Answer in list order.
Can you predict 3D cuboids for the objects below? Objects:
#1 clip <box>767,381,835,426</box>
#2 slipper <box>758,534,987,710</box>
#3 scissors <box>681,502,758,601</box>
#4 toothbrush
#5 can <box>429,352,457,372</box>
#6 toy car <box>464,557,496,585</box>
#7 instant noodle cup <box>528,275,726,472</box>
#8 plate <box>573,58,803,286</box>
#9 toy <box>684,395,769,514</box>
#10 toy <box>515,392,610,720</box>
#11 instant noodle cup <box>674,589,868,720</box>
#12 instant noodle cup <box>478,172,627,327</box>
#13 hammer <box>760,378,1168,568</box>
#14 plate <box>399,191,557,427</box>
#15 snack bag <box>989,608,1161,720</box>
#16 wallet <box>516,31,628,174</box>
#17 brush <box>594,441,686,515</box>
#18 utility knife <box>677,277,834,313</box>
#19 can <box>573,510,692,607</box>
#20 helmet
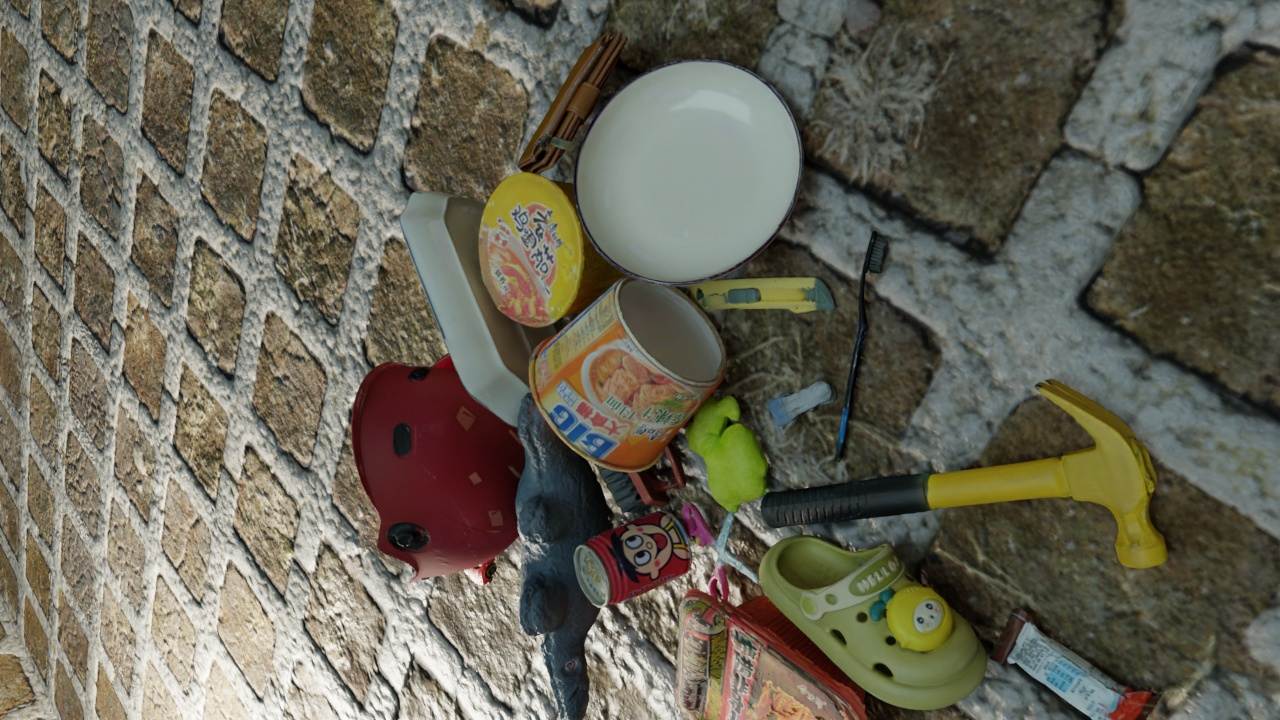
[{"bbox_3d":[0.135,0.034,0.758,0.058,0.043,0.026,-26,77,34],"label":"clip"},{"bbox_3d":[0.169,0.183,0.698,0.191,0.091,0.082,30,142,40],"label":"slipper"},{"bbox_3d":[0.071,0.176,0.819,0.133,0.017,0.130,27,129,62],"label":"scissors"},{"bbox_3d":[0.172,-0.007,0.721,0.016,0.014,0.190,10,107,16],"label":"toothbrush"},{"bbox_3d":[-0.191,0.007,1.024,0.133,0.053,0.053,-28,79,42],"label":"can"},{"bbox_3d":[-0.192,0.216,1.081,0.049,0.031,0.106,22,114,39],"label":"toy car"},{"bbox_3d":[-0.005,0.005,0.795,0.112,0.151,0.151,-45,68,34],"label":"instant noodle cup"},{"bbox_3d":[0.040,-0.151,0.758,0.193,0.039,0.192,-3,80,17],"label":"plate"},{"bbox_3d":[0.077,0.081,0.811,0.100,0.031,0.097,37,122,34],"label":"toy"},{"bbox_3d":[-0.077,0.185,0.900,0.091,0.137,0.357,-1,106,9],"label":"toy"},{"bbox_3d":[0.117,0.279,0.764,0.189,0.078,0.165,29,131,36],"label":"instant noodle cup"},{"bbox_3d":[-0.066,-0.105,0.852,0.138,0.109,0.138,9,104,40],"label":"instant noodle cup"},{"bbox_3d":[0.218,0.097,0.685,0.302,0.032,0.128,-17,86,42],"label":"hammer"},{"bbox_3d":[-0.142,-0.059,0.902,0.034,0.161,0.265,-30,75,26],"label":"plate"},{"bbox_3d":[0.300,0.220,0.638,0.104,0.026,0.048,30,111,35],"label":"snack bag"},{"bbox_3d":[-0.062,-0.226,0.811,0.130,0.035,0.119,-60,21,-1],"label":"wallet"},{"bbox_3d":[-0.015,0.073,0.878,0.069,0.063,0.145,-33,71,9],"label":"brush"},{"bbox_3d":[0.084,-0.055,0.795,0.190,0.020,0.031,2,95,47],"label":"utility knife"},{"bbox_3d":[-0.008,0.185,0.855,0.066,0.093,0.067,32,130,48],"label":"can"},{"bbox_3d":[-0.186,0.106,0.943,0.144,0.206,0.240,-4,138,8],"label":"helmet"}]
